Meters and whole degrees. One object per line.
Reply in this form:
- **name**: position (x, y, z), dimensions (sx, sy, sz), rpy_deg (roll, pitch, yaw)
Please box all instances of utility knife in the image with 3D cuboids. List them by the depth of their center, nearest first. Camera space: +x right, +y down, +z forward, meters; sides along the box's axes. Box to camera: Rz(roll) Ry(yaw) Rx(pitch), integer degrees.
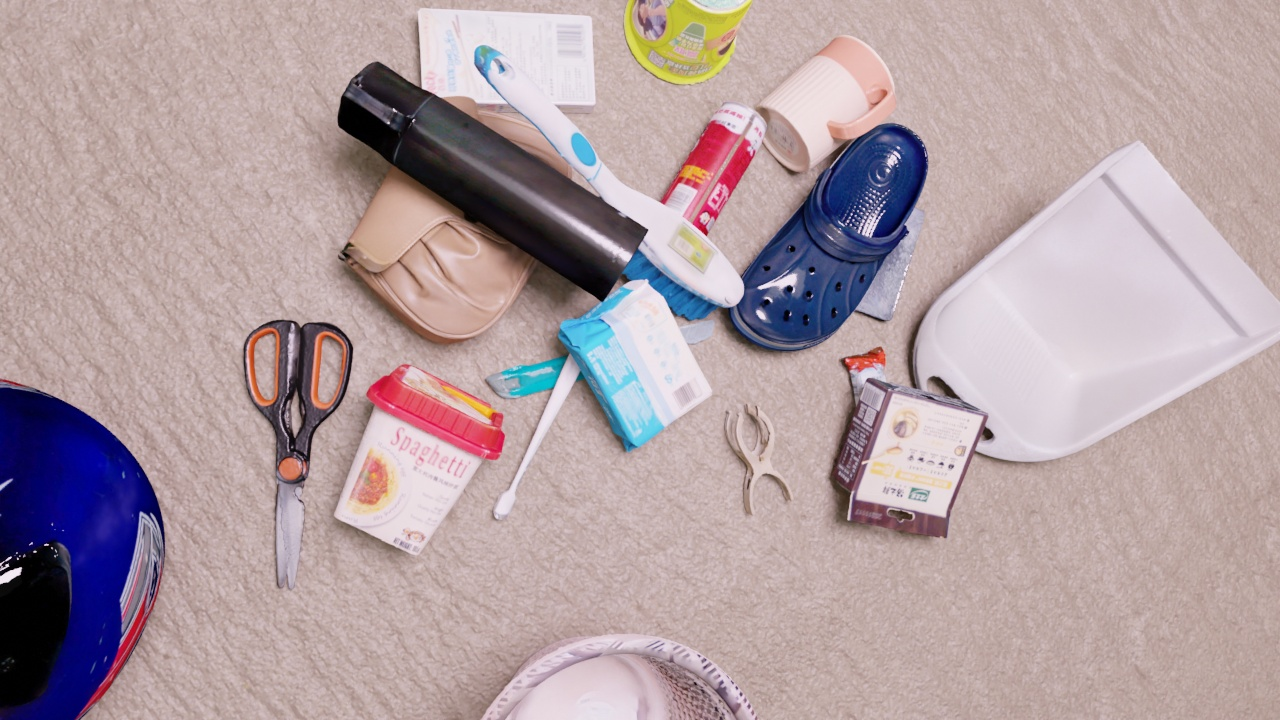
- **utility knife**: position (-0.032, -0.004, 0.840), dimensions (0.219, 0.013, 0.029), rpy_deg (-16, 94, -13)

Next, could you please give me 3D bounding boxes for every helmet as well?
- **helmet**: position (-0.475, 0.169, 0.622), dimensions (0.240, 0.248, 0.315), rpy_deg (38, 74, -41)

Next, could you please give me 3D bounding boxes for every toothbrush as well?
- **toothbrush**: position (-0.087, 0.058, 0.818), dimensions (0.016, 0.016, 0.180), rpy_deg (28, 85, -22)

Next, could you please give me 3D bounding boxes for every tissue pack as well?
- **tissue pack**: position (-0.005, 0.005, 0.807), dimensions (0.090, 0.063, 0.140), rpy_deg (-35, 116, -12)

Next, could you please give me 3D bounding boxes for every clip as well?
- **clip**: position (0.110, 0.091, 0.853), dimensions (0.074, 0.035, 0.100), rpy_deg (-16, 94, -13)

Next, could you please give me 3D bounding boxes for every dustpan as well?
- **dustpan**: position (0.390, -0.021, 0.838), dimensions (0.222, 0.259, 0.142), rpy_deg (46, 55, -6)

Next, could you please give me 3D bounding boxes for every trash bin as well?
- **trash bin**: position (-0.033, 0.313, 0.727), dimensions (0.227, 0.192, 0.227), rpy_deg (1, 86, -12)

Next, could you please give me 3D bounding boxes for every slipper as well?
- **slipper**: position (0.186, -0.113, 0.838), dimensions (0.105, 0.095, 0.252), rpy_deg (38, 81, 0)

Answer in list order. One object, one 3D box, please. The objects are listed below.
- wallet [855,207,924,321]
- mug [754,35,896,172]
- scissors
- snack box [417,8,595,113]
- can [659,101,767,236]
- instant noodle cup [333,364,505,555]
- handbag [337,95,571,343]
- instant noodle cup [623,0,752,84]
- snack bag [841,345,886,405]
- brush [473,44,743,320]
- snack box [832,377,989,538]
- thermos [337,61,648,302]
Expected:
- **wallet**: position (0.216, -0.108, 0.896), dimensions (0.097, 0.019, 0.120), rpy_deg (19, 84, -7)
- **mug**: position (0.178, -0.233, 0.849), dimensions (0.105, 0.114, 0.082), rpy_deg (-41, 129, -9)
- **scissors**: position (-0.308, 0.077, 0.779), dimensions (0.139, 0.022, 0.235), rpy_deg (23, 86, -1)
- **snack box**: position (-0.120, -0.270, 0.832), dimensions (0.156, 0.027, 0.084), rpy_deg (-2, 87, -12)
- **can**: position (0.064, -0.172, 0.850), dimensions (0.053, 0.053, 0.132), rpy_deg (32, 81, -8)
- **instant noodle cup**: position (-0.186, 0.082, 0.760), dimensions (0.116, 0.116, 0.124), rpy_deg (28, 94, -9)
- **handbag**: position (-0.150, -0.121, 0.779), dimensions (0.147, 0.100, 0.204), rpy_deg (29, 77, -14)
- **instant noodle cup**: position (0.051, -0.323, 0.821), dimensions (0.111, 0.123, 0.111), rpy_deg (1, 86, -12)
- **snack bag**: position (0.223, 0.040, 0.882), dimensions (0.045, 0.026, 0.105), rpy_deg (-9, 90, -17)
- **brush**: position (-0.027, -0.136, 0.760), dimensions (0.314, 0.110, 0.060), rpy_deg (37, 73, -24)
- **snack box**: position (0.249, 0.091, 0.854), dimensions (0.113, 0.053, 0.126), rpy_deg (13, 103, -18)
- **thermos**: position (-0.114, -0.134, 0.697), dimensions (0.242, 0.090, 0.068), rpy_deg (31, 101, -6)
